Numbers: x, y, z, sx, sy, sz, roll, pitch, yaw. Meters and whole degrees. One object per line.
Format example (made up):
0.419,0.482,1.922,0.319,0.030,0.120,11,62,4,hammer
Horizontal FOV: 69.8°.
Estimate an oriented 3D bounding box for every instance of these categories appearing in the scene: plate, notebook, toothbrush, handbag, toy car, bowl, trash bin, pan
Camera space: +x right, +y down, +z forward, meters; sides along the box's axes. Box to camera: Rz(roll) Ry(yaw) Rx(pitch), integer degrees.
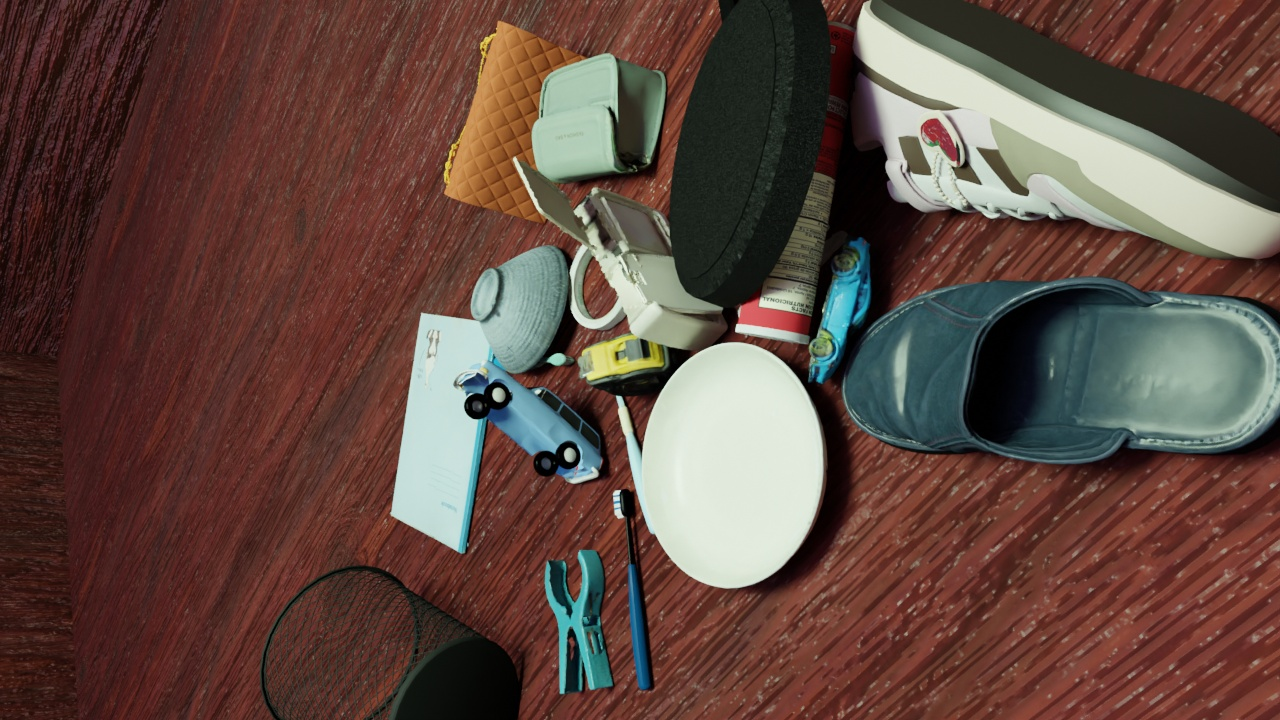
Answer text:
0.073,0.079,0.696,0.183,0.034,0.182,-11,75,47,plate
-0.229,0.075,1.059,0.181,0.009,0.253,9,90,49,notebook
-0.006,0.193,0.781,0.014,0.014,0.167,-17,71,34,toothbrush
-0.111,0.001,0.937,0.135,0.017,0.022,-2,82,51,toothbrush
-0.042,-0.222,0.857,0.122,0.067,0.106,5,88,49,handbag
-0.007,0.080,0.802,0.022,0.016,0.154,102,153,-58,toothbrush
0.140,-0.033,0.633,0.032,0.048,0.105,16,91,13,toy car
-0.098,0.053,0.827,0.056,0.153,0.054,-25,28,53,toy car
-0.133,-0.059,0.920,0.137,0.057,0.137,-29,53,46,bowl
-0.242,0.320,0.913,0.211,0.183,0.184,6,87,43,trash bin
0.065,-0.203,0.687,0.226,0.034,0.355,118,156,-49,pan
-0.127,-0.238,0.923,0.060,0.108,0.172,35,110,46,handbag

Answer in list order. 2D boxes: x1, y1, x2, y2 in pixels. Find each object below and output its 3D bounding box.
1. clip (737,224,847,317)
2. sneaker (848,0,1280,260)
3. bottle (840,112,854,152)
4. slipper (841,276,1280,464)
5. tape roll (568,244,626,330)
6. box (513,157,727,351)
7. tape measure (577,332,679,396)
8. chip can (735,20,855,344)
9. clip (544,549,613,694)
0.100,-0.078,0.689,0.102,0.052,0.059,-49,63,30,clip
0.219,-0.114,0.529,0.294,0.111,0.117,47,139,41,sneaker
0.131,-0.198,0.687,0.025,0.025,0.106,-47,51,33,bottle
0.207,0.003,0.520,0.266,0.083,0.109,0,85,53,slipper
-0.035,-0.075,0.863,0.093,0.013,0.093,-12,74,47,tape roll
-0.017,-0.083,0.715,0.044,0.184,0.143,-45,57,28,box
-0.005,0.004,0.770,0.072,0.071,0.042,-21,63,21,tape measure
0.110,-0.121,0.638,0.052,0.051,0.214,11,92,49,chip can
-0.068,0.236,0.836,0.120,0.030,0.130,-3,80,44,clip
